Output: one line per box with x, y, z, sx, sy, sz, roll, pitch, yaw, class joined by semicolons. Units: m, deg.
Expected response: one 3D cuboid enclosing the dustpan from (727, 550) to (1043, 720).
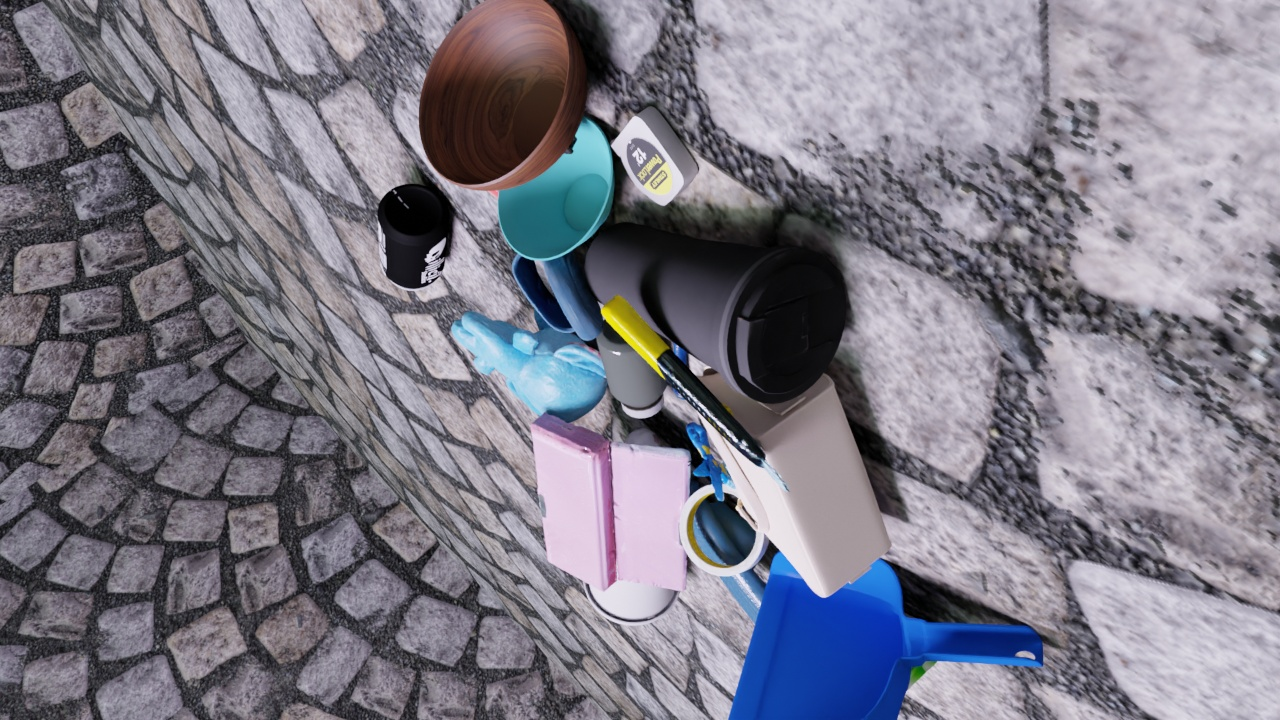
0.199;0.250;0.771;0.258;0.244;0.059;-5;123;26;dustpan

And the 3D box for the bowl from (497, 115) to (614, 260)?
-0.057;-0.136;0.753;0.121;0.121;0.046;31;-170;36;bowl

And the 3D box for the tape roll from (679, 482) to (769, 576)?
0.086;0.173;0.942;0.094;0.094;0.019;39;-165;24;tape roll

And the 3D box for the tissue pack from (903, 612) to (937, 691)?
0.210;0.263;0.845;0.114;0.099;0.034;17;129;50;tissue pack

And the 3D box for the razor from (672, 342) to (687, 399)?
0.034;-0.008;0.846;0.044;0.018;0.141;20;149;20;razor

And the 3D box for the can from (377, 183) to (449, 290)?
-0.274;-0.145;1.104;0.080;0.080;0.146;47;156;6;can

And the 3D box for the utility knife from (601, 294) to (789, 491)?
0.041;0.025;0.649;0.186;0.020;0.029;47;172;7;utility knife

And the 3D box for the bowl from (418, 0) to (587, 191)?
-0.091;-0.192;0.694;0.147;0.147;0.068;34;-170;33;bowl

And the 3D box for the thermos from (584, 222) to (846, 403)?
0.044;-0.049;0.679;0.219;0.105;0.106;27;148;51;thermos

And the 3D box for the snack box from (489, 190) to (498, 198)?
-0.130;-0.205;0.832;0.075;0.025;0.152;40;154;20;snack box

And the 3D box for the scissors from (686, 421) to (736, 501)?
0.073;0.109;0.877;0.097;0.020;0.132;44;-165;-18;scissors

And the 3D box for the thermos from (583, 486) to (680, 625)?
-0.004;0.234;1.155;0.131;0.131;0.222;39;146;24;thermos

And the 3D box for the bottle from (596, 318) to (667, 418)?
-0.005;0.005;0.883;0.060;0.060;0.108;33;151;34;bottle

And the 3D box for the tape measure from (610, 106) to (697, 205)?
0.009;-0.150;0.682;0.065;0.016;0.064;52;156;-4;tape measure

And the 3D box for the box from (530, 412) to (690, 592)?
-0.034;0.171;1.010;0.180;0.050;0.233;13;131;19;box

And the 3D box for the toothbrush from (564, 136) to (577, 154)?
-0.120;-0.206;0.767;0.188;0.017;0.014;30;176;33;toothbrush

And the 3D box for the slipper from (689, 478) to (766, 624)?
0.112;0.218;0.996;0.213;0.059;0.104;55;165;23;slipper

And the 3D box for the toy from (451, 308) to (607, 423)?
-0.116;-0.008;1.002;0.180;0.114;0.184;35;152;-19;toy

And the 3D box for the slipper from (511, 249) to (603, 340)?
-0.075;-0.065;0.837;0.104;0.059;0.213;62;179;-20;slipper

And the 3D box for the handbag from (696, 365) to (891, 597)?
0.101;0.074;0.778;0.198;0.101;0.195;35;155;57;handbag

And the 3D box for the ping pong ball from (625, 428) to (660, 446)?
0.002;0.096;1.027;0.040;0.040;0.040;39;154;23;ping pong ball
